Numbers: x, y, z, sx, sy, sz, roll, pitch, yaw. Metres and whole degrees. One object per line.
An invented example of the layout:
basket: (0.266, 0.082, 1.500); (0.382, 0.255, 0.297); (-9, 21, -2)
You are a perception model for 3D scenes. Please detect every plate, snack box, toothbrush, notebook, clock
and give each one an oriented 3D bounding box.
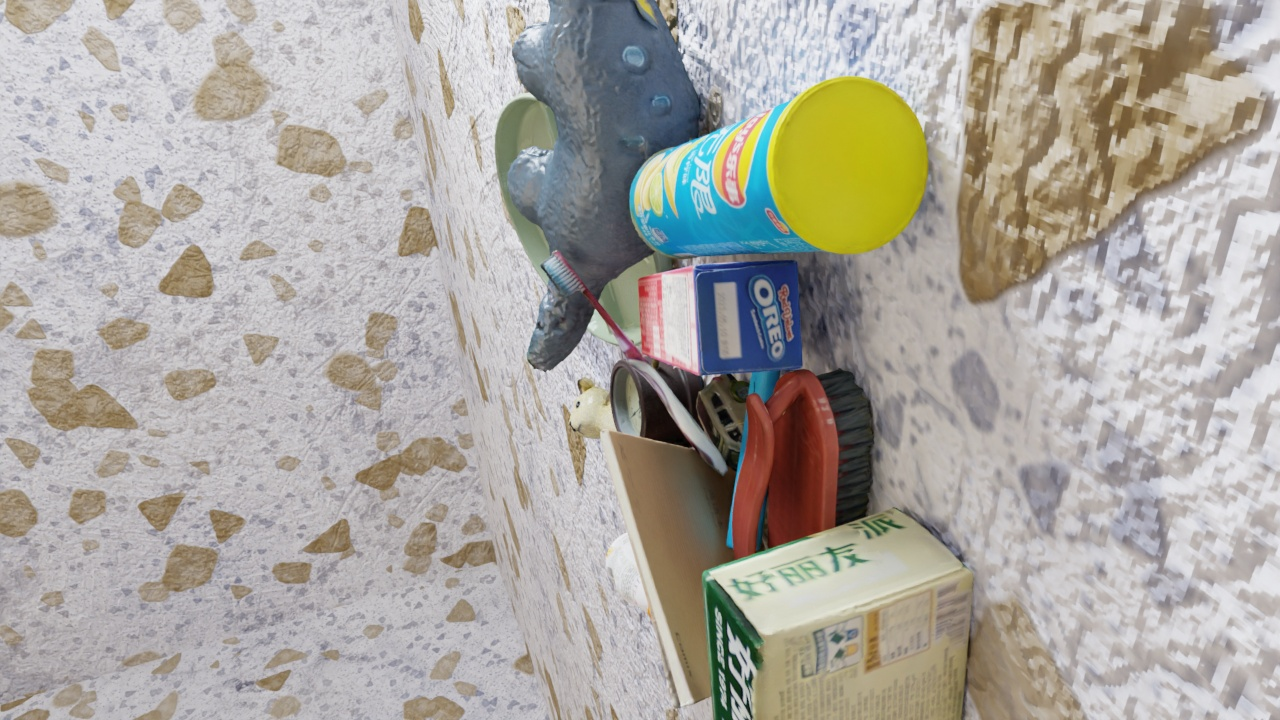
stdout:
plate: (-0.049, -0.117, 0.776); (0.230, 0.027, 0.231); (42, 149, 32)
snack box: (0.039, -0.025, 0.543); (0.207, 0.057, 0.058); (-154, 61, -82)
snack box: (0.102, 0.201, 0.476); (0.063, 0.114, 0.240); (-133, 33, -58)
toothbrush: (-0.004, 0.004, 0.609); (0.187, 0.017, 0.016); (52, 169, 1)
notebook: (0.044, 0.123, 0.572); (0.211, 0.012, 0.149); (22, -133, -63)
clock: (0.013, 0.046, 0.740); (0.082, 0.055, 0.122); (-162, 67, -65)

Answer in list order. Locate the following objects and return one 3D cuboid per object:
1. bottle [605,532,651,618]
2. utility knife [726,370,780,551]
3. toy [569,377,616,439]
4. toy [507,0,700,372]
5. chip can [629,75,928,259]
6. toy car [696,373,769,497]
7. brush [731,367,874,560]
bottle: (0.006, 0.218, 0.917); (0.108, 0.063, 0.063); (-135, 35, -63)
utility knife: (0.072, 0.042, 0.563); (0.034, 0.018, 0.161); (-133, 48, -77)
toy: (-0.010, 0.066, 0.843); (0.157, 0.066, 0.105); (26, 136, 50)
toy: (-0.030, -0.143, 0.611); (0.091, 0.138, 0.357); (-62, -21, -57)
chip can: (0.056, -0.089, 0.469); (0.210, 0.071, 0.071); (-161, 59, -72)
toy car: (0.068, 0.052, 0.615); (0.042, 0.035, 0.090); (92, 155, -51)
brush: (0.085, 0.070, 0.503); (0.063, 0.069, 0.146); (-127, 28, -53)
